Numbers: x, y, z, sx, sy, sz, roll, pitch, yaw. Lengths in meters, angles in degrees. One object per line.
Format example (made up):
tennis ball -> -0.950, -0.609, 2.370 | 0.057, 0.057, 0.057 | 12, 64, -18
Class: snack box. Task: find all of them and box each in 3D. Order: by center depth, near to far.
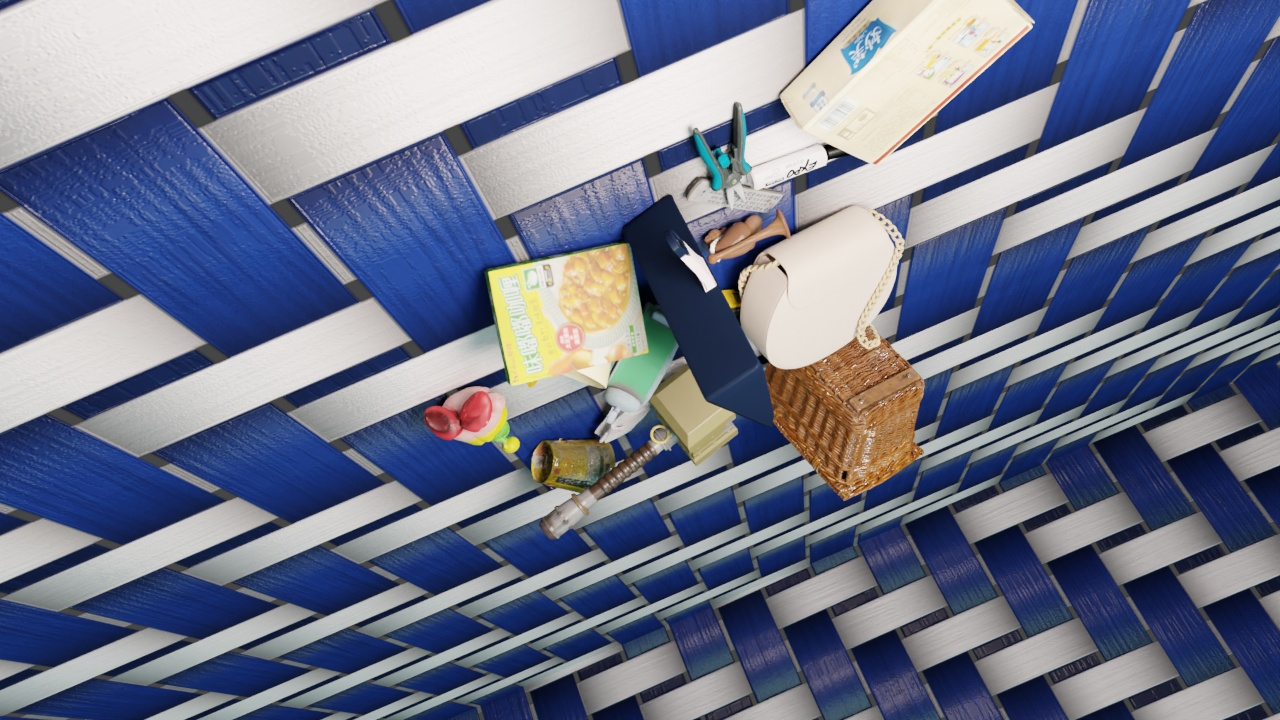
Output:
snack box -> 0.265, -0.300, 0.919 | 0.153, 0.055, 0.208 | 7, 140, -45
snack box -> -0.080, -0.054, 1.036 | 0.167, 0.132, 0.027 | -14, -165, -18

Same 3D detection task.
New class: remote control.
remote control -> 0.108, -0.188, 1.047 | 0.136, 0.013, 0.033 | 1, 144, -40

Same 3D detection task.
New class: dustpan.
dustpan -> 0.070, -0.067, 0.992 | 0.080, 0.236, 0.273 | -35, 151, 20

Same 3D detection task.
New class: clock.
clock -> -0.007, 0.007, 1.173 | 0.162, 0.075, 0.122 | -62, -177, 8

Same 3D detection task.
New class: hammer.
hammer -> -0.014, 0.156, 1.376 | 0.324, 0.100, 0.190 | -38, 163, -3

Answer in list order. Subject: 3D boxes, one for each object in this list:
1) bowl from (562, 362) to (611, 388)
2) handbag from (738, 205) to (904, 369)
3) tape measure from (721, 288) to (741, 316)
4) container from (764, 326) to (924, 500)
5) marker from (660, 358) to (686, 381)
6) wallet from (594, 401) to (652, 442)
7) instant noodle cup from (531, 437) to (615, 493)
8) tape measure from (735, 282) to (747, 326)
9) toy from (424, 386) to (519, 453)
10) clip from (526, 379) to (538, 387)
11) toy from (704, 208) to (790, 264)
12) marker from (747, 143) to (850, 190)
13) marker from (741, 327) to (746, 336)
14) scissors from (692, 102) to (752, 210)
bowl -> -0.082, -0.023, 1.124 | 0.118, 0.118, 0.074 | 37, 74, -60
handbag -> 0.238, -0.085, 1.201 | 0.210, 0.103, 0.209 | -27, 144, -15
tape measure -> 0.094, -0.063, 1.238 | 0.072, 0.042, 0.072 | -9, 151, -35
container -> 0.302, 0.044, 1.376 | 0.162, 0.250, 0.183 | -26, 145, -20
marker -> 0.009, 0.029, 1.368 | 0.133, 0.017, 0.020 | -22, 117, -3
wallet -> -0.017, 0.087, 1.416 | 0.086, 0.032, 0.116 | -23, 161, -30
instant noodle cup -> -0.110, 0.166, 1.451 | 0.108, 0.102, 0.102 | 12, 138, -36
tape measure -> 0.154, -0.073, 1.268 | 0.062, 0.038, 0.067 | -3, 146, -37
toy -> -0.219, 0.087, 1.219 | 0.124, 0.097, 0.131 | -24, 173, 15
clip -> -0.136, 0.014, 1.209 | 0.046, 0.035, 0.053 | -35, 153, 7
toy -> 0.121, -0.146, 1.093 | 0.102, 0.054, 0.041 | -26, 116, 1
marker -> 0.182, -0.223, 1.029 | 0.126, 0.025, 0.025 | -21, 153, -5
marker -> 0.159, -0.052, 1.304 | 0.141, 0.020, 0.020 | -31, 155, -10
scissors -> 0.090, -0.214, 0.971 | 0.149, 0.019, 0.122 | 5, 133, -44
